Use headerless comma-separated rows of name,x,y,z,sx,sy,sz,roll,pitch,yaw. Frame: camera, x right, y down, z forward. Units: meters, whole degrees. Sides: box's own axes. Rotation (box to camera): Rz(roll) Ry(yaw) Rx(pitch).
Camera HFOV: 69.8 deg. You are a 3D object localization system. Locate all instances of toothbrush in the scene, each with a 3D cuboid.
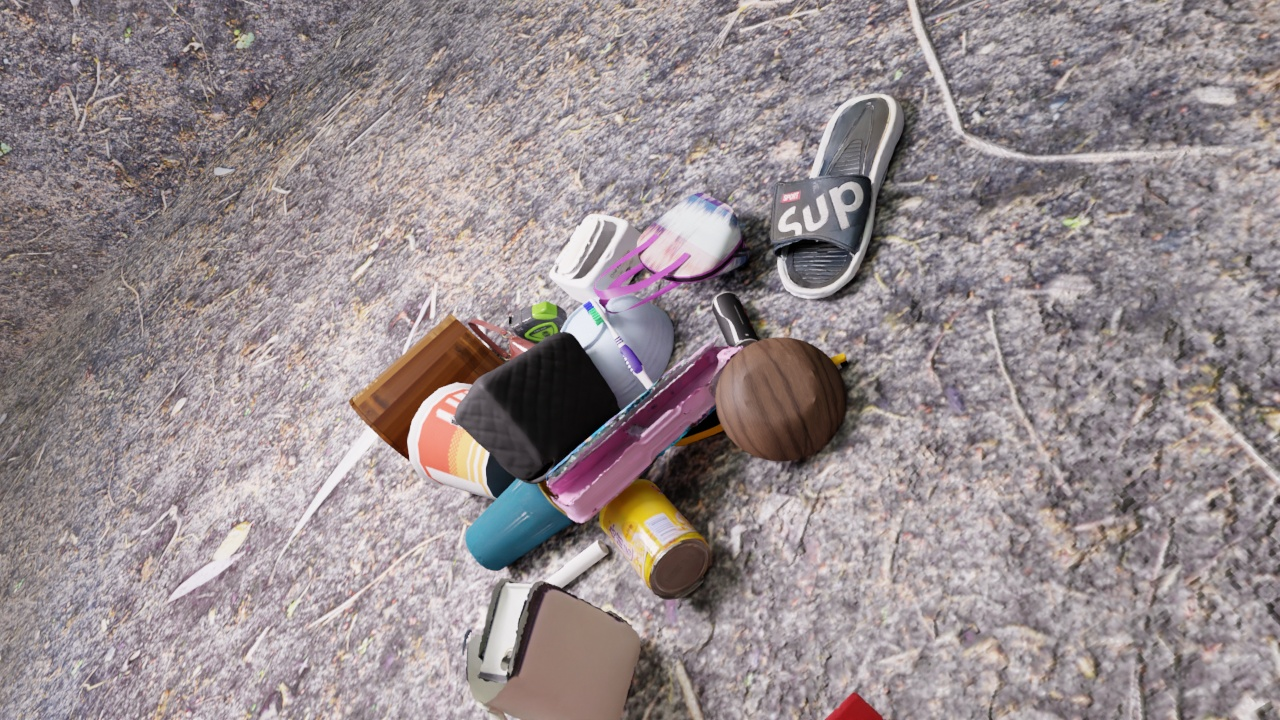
toothbrush,0.110,0.039,0.891,0.197,0.031,0.031,-28,40,22
toothbrush,-0.006,0.006,0.970,0.016,0.015,0.186,-35,70,-4

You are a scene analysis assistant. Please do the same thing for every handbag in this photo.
handbag,0.026,-0.108,1.012,0.169,0.068,0.144,-33,37,-13
handbag,-0.087,0.289,0.782,0.074,0.151,0.175,-8,55,39
handbag,-0.171,-0.021,1.149,0.120,0.055,0.029,31,50,24
handbag,-0.109,0.061,0.956,0.115,0.125,0.153,-44,-5,36

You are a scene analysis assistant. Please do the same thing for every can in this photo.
can,0.012,0.164,0.852,0.067,0.067,0.105,-49,39,1
can,0.099,-0.036,0.957,0.032,0.031,0.080,-36,41,17

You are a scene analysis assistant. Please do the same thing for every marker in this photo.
marker,-0.087,0.226,0.938,0.134,0.017,0.020,-39,4,14

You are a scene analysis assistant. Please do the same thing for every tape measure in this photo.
tape measure,-0.124,-0.047,1.154,0.066,0.059,0.035,-21,45,15

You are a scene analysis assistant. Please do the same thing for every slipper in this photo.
slipper,0.199,-0.183,0.959,0.111,0.063,0.263,3,60,45

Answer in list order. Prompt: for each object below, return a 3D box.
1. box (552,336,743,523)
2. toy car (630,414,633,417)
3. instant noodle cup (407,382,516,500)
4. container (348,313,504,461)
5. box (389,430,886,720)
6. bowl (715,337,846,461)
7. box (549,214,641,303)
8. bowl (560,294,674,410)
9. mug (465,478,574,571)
box,0.002,0.055,0.886,0.230,0.063,0.085,-40,16,-14
toy car,-0.021,0.104,0.963,0.060,0.027,0.107,-1,44,51
instant noodle cup,-0.178,0.100,1.051,0.121,0.123,0.123,16,71,40
container,-0.264,0.034,1.178,0.167,0.132,0.132,-47,39,-6
box,0.038,0.271,0.640,0.213,0.128,0.425,-47,69,4
bowl,0.126,0.030,0.833,0.119,0.032,0.119,-3,71,10
box,-0.065,-0.138,1.140,0.102,0.102,0.108,23,74,48
bowl,-0.043,-0.019,1.044,0.151,0.074,0.150,-24,46,28
mug,-0.126,0.168,0.979,0.121,0.078,0.078,-40,40,19
